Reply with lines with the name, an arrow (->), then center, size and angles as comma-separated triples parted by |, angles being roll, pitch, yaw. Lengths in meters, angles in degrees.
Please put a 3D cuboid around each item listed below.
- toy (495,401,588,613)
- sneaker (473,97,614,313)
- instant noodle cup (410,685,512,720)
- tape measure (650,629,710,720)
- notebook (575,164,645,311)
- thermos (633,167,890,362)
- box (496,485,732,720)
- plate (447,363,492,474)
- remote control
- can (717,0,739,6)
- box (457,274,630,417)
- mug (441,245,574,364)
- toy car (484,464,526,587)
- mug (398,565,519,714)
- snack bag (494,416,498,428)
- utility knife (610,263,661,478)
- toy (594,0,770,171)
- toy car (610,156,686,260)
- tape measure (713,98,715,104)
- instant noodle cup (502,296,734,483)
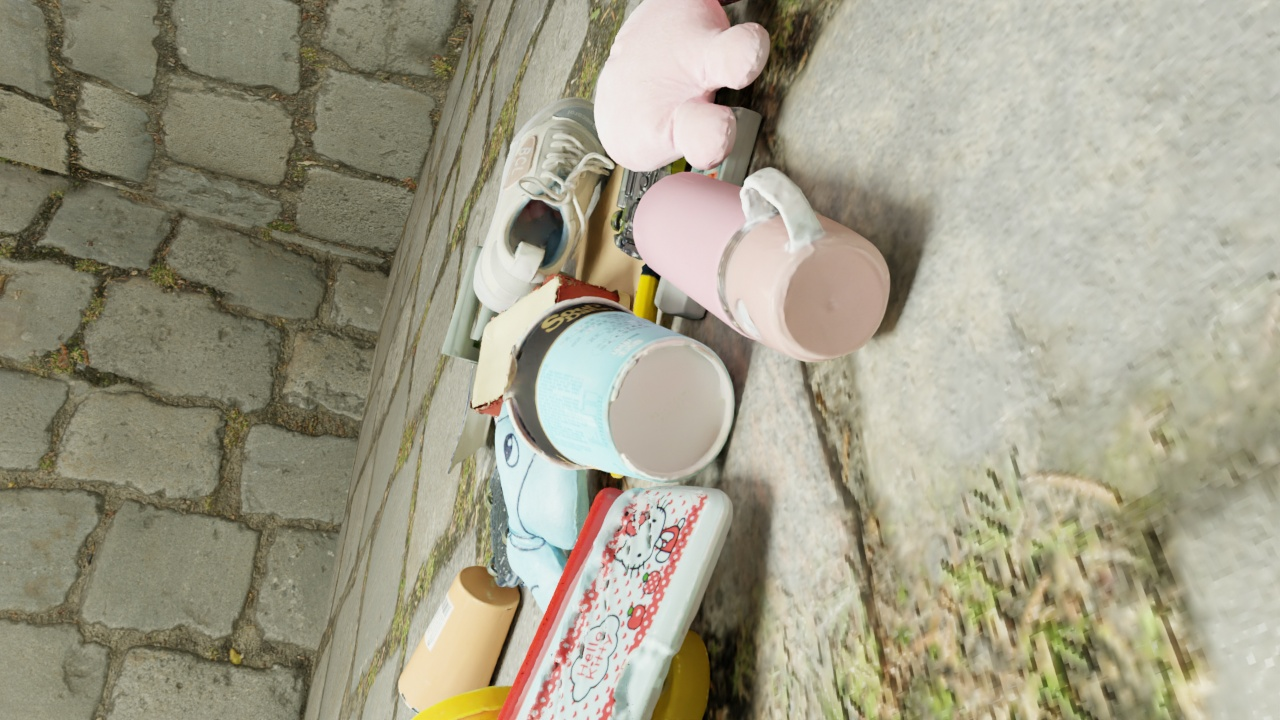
toy -> -0.069, 0.102, 0.658 | 0.161, 0.049, 0.157 | 51, 132, 35
sneaker -> -0.078, -0.157, 0.807 | 0.091, 0.089, 0.241 | -42, 26, 56
instant noodle cup -> -0.088, 0.279, 0.551 | 0.119, 0.118, 0.114 | -65, 30, 27
tape measure -> 0.012, 0.166, 0.475 | 0.060, 0.029, 0.057 | -96, 29, -43
notebook -> -0.024, -0.078, 0.763 | 0.150, 0.012, 0.211 | 125, 151, -43
thermos -> 0.048, -0.060, 0.457 | 0.067, 0.087, 0.198 | -29, 21, -4
box -> -0.031, 0.157, 0.463 | 0.200, 0.065, 0.160 | -65, 10, -23
plate -> -0.179, 0.039, 1.034 | 0.163, 0.034, 0.164 | -117, 40, -78
remote control -> 0.041, -0.093, 0.587 | 0.056, 0.019, 0.135 | -147, 73, -69
can -> 0.061, -0.263, 0.578 | 0.094, 0.066, 0.066 | -141, 67, -68
box -> -0.083, -0.007, 0.729 | 0.169, 0.077, 0.091 | -23, 55, 59
mug -> -0.122, -0.042, 0.851 | 0.084, 0.123, 0.103 | 11, 84, 37
toy car -> -0.114, 0.142, 0.812 | 0.120, 0.036, 0.054 | -106, 33, -43
mug -> -0.157, 0.248, 0.812 | 0.123, 0.078, 0.078 | -65, 22, 15
snack bag -> -0.134, 0.031, 0.964 | 0.048, 0.026, 0.104 | -90, 22, -61
utility knife -> -0.004, 0.004, 0.624 | 0.033, 0.015, 0.153 | 31, -113, -73
toy -> 0.023, -0.173, 0.581 | 0.159, 0.054, 0.121 | 43, 115, 52
toy car -> 0.011, -0.124, 0.654 | 0.048, 0.032, 0.105 | 25, 110, 43
tape measure -> 0.032, -0.184, 0.665 | 0.058, 0.025, 0.055 | -95, 28, -43
instant noodle cup -> -0.009, 0.021, 0.533 | 0.120, 0.111, 0.111 | 15, 90, 63
